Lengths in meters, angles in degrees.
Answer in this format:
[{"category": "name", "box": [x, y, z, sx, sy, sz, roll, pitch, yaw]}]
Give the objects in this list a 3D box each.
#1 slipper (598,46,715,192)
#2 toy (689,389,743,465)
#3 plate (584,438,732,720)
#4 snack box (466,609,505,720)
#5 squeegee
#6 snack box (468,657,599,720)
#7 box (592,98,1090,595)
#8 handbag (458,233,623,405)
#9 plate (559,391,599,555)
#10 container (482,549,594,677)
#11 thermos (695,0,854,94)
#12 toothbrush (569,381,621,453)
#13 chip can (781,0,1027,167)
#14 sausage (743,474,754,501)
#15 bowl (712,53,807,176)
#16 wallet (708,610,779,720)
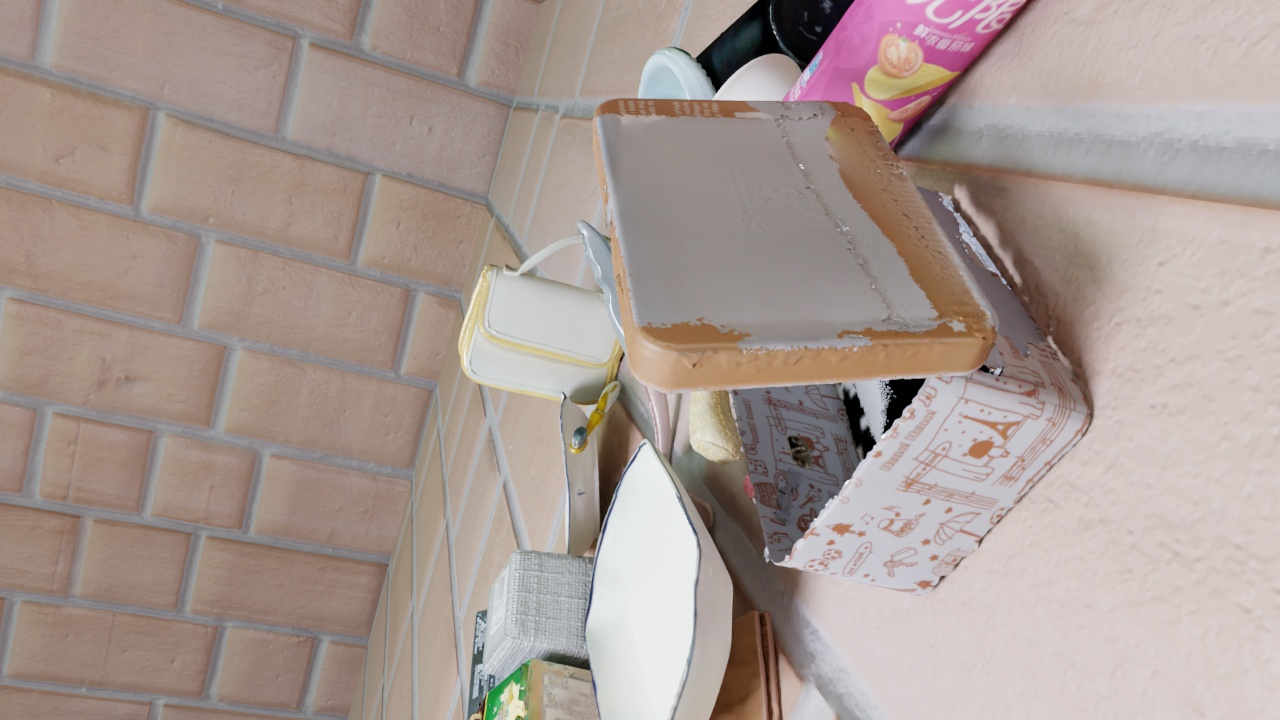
[{"category": "slipper", "box": [0.006, -0.125, 0.741, 0.104, 0.074, 0.246, -137, 47, -57]}, {"category": "toy", "box": [0.060, -0.006, 0.615, 0.066, 0.105, 0.157, 0, 68, 28]}, {"category": "plate", "box": [0.009, 0.152, 0.590, 0.265, 0.034, 0.162, -128, 54, -75]}, {"category": "snack box", "box": [-0.119, 0.315, 0.879, 0.126, 0.053, 0.113, 59, -159, -44]}, {"category": "squeegee", "box": [-0.004, 0.004, 0.749, 0.248, 0.040, 0.249, -175, 69, -73]}, {"category": "snack box", "box": [-0.061, 0.287, 0.674, 0.118, 0.117, 0.106, -94, 28, -50]}, {"category": "box", "box": [0.059, -0.018, 0.405, 0.182, 0.192, 0.157, -97, 26, -50]}, {"category": "handbag", "box": [-0.089, -0.050, 0.940, 0.063, 0.163, 0.179, -126, 53, -66]}, {"category": "plate", "box": [-0.058, 0.115, 0.876, 0.163, 0.034, 0.164, -134, 43, -83]}, {"category": "container", "box": [-0.060, 0.209, 0.734, 0.090, 0.114, 0.090, 122, 155, -46]}, {"category": "thermos", "box": [0.081, -0.235, 0.708, 0.243, 0.068, 0.090, -174, 97, -72]}, {"category": "toothbrush", "box": [-0.039, 0.046, 0.852, 0.191, 0.016, 0.018, -59, -22, -71]}, {"category": "chip can", "box": [0.149, -0.181, 0.453, 0.211, 0.071, 0.071, 128, 150, -53]}, {"category": "sausage", "box": [0.090, 0.091, 0.515, 0.156, 0.020, 0.020, -145, 69, -72]}, {"category": "bowl", "box": [0.090, -0.125, 0.580, 0.065, 0.118, 0.118, 36, 116, 31]}, {"category": "wallet", "box": [0.049, 0.215, 0.553, 0.116, 0.020, 0.101, 128, 149, -48]}]
